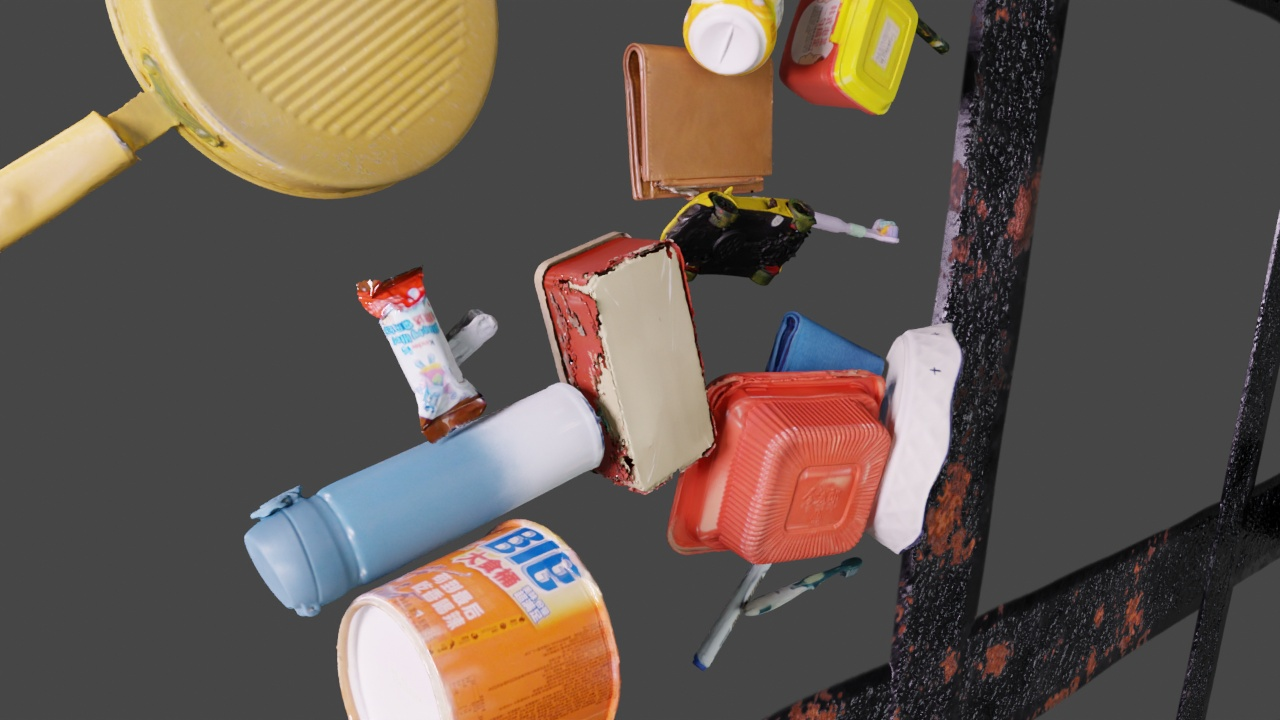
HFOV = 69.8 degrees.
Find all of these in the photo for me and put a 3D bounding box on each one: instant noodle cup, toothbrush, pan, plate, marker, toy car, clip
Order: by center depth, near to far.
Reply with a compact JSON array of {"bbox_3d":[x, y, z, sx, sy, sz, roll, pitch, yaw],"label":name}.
[{"bbox_3d":[-0.219,-0.132,0.444,0.356,0.078,0.198,-49,125,-28],"label":"pan"},{"bbox_3d":[-0.102,0.181,0.547,0.111,0.151,0.151,-12,109,-44],"label":"instant noodle cup"},{"bbox_3d":[-0.115,-0.009,0.580,0.056,0.028,0.024,-44,121,-12],"label":"clip"},{"bbox_3d":[0.072,-0.095,0.690,0.155,0.041,0.071,-5,140,-42],"label":"toy car"},{"bbox_3d":[0.122,0.092,0.738,0.188,0.079,0.165,-1,114,-27],"label":"instant noodle cup"},{"bbox_3d":[0.159,-0.121,0.785,0.188,0.029,0.021,3,137,-40],"label":"toothbrush"},{"bbox_3d":[0.219,-0.308,0.787,0.185,0.017,0.012,18,82,-42],"label":"toothbrush"},{"bbox_3d":[0.232,0.065,0.811,0.205,0.045,0.205,15,89,-82],"label":"plate"},{"bbox_3d":[0.090,0.209,0.814,0.145,0.017,0.017,-55,129,-15],"label":"marker"},{"bbox_3d":[0.155,0.213,0.861,0.191,0.016,0.018,-7,117,-46],"label":"toothbrush"}]

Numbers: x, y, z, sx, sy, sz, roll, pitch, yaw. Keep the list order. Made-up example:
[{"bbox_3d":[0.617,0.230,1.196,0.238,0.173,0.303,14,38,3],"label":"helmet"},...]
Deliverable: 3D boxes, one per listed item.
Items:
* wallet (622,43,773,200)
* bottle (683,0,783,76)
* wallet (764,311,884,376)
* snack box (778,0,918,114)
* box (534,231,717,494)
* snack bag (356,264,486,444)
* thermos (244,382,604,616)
[{"bbox_3d":[0.046,-0.172,0.667,0.131,0.031,0.108,-12,106,-38],"label":"wallet"},{"bbox_3d":[0.068,-0.248,0.634,0.063,0.063,0.108,49,43,-37],"label":"bottle"},{"bbox_3d":[0.161,0.026,0.813,0.133,0.040,0.106,23,83,-38],"label":"wallet"},{"bbox_3d":[0.157,-0.243,0.710,0.082,0.080,0.091,17,90,-43],"label":"snack box"},{"bbox_3d":[-0.004,0.004,0.639,0.091,0.079,0.168,-29,118,-33],"label":"box"},{"bbox_3d":[-0.131,-0.005,0.552,0.045,0.026,0.105,-31,103,-34],"label":"snack bag"},{"bbox_3d":[-0.126,0.079,0.565,0.219,0.070,0.070,-24,116,-34],"label":"thermos"}]
